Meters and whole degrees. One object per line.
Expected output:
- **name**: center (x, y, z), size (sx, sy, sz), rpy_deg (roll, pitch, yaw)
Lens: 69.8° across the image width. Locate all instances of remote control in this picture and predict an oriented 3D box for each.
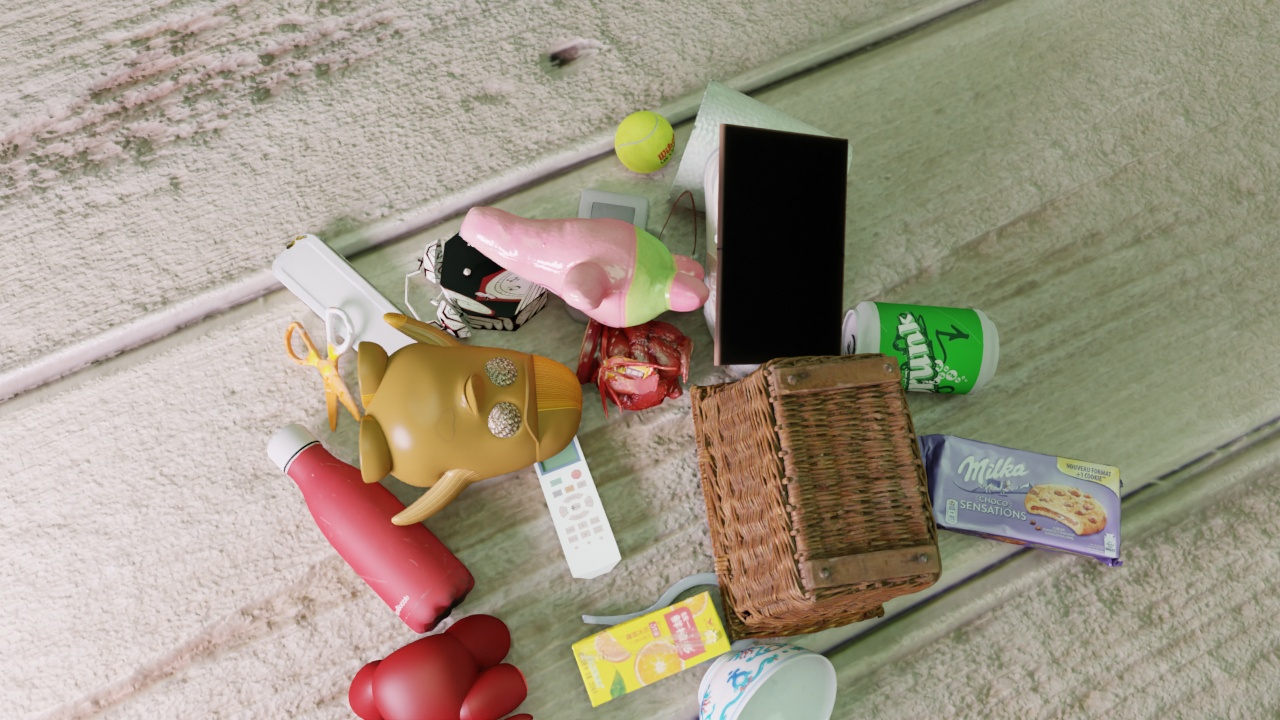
- **remote control**: center (-0.036, -0.110, 0.976), size (0.074, 0.019, 0.151), rpy_deg (8, 74, 0)
- **remote control**: center (-0.063, 0.143, 0.901), size (0.049, 0.024, 0.143), rpy_deg (-21, 72, -4)

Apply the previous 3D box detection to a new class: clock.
- **clock**: center (-0.167, -0.085, 0.940), size (0.154, 0.065, 0.114), rpy_deg (-18, 76, -8)

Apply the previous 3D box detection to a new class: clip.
- **clip**: center (0.025, 0.233, 0.880), size (0.167, 0.028, 0.127), rpy_deg (-10, 74, -7)

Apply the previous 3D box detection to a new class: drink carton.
- **drink carton**: center (0.010, 0.260, 0.835), size (0.134, 0.043, 0.058), rpy_deg (-20, 76, -8)

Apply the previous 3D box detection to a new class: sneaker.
- **sneaker**: center (0.103, -0.085, 0.886), size (0.089, 0.090, 0.242), rpy_deg (-8, 110, 2)

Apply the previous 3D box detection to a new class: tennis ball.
- **tennis ball**: center (0.005, -0.235, 0.989), size (0.065, 0.065, 0.065), rpy_deg (1, 74, -2)

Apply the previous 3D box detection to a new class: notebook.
- **notebook**: center (0.129, -0.101, 0.832), size (0.141, 0.008, 0.209), rpy_deg (-1, 95, -29)

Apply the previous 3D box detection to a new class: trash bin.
- **trash bin**: center (0.125, -0.202, 0.957), size (0.161, 0.133, 0.133), rpy_deg (19, 74, -2)

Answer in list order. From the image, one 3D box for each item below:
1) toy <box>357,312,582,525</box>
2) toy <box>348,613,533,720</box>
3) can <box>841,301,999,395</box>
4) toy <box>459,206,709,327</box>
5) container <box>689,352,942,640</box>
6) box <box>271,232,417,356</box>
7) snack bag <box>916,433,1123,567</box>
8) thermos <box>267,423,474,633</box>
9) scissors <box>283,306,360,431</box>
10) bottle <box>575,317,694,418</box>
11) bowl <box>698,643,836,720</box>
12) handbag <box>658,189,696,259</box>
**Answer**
- **toy**: center (-0.153, 0.047, 0.853), size (0.203, 0.163, 0.198), rpy_deg (-3, 77, -12)
- **toy**: center (-0.164, 0.333, 0.797), size (0.158, 0.121, 0.197), rpy_deg (-23, 67, -11)
- **can**: center (0.279, -0.012, 0.927), size (0.140, 0.088, 0.087), rpy_deg (4, 74, -1)
- **toy**: center (-0.054, -0.091, 0.862), size (0.236, 0.192, 0.097), rpy_deg (16, 104, -5)
- **container**: center (0.158, 0.114, 0.822), size (0.162, 0.183, 0.249), rpy_deg (-4, 74, -14)
- **box**: center (-0.289, -0.050, 0.943), size (0.209, 0.033, 0.064), rpy_deg (41, 79, 10)
- **snack bag**: center (0.368, 0.138, 0.906), size (0.205, 0.058, 0.096), rpy_deg (11, 71, 3)
- **thermos**: center (-0.262, 0.151, 0.867), size (0.240, 0.073, 0.073), rpy_deg (42, 77, 9)
- **scissors**: center (-0.303, 0.006, 0.920), size (0.097, 0.012, 0.133), rpy_deg (-36, 82, 13)
- **bottle**: center (-0.005, 0.005, 0.907), size (0.111, 0.099, 0.098), rpy_deg (15, 74, -2)
- **bowl**: center (0.100, 0.309, 0.825), size (0.143, 0.144, 0.074), rpy_deg (-48, 42, -13)
- **handbag**: center (0.037, -0.116, 0.940), size (0.055, 0.029, 0.120), rpy_deg (13, 118, 2)
